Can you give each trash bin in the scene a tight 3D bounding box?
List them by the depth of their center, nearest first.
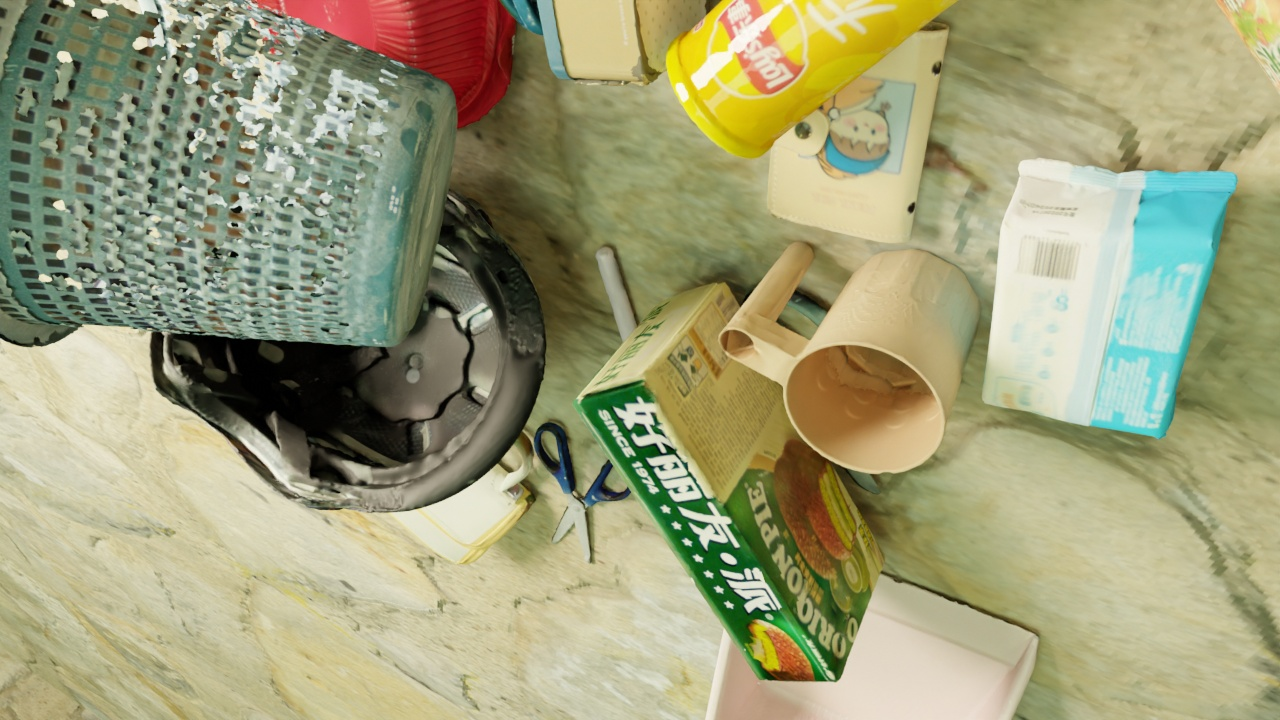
[{"bbox_3d":[-0.209,-0.098,0.496,0.195,0.226,0.227,12,136,-9],"label":"trash bin"}]

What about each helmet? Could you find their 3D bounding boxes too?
[{"bbox_3d":[-0.188,-0.012,0.655,0.274,0.230,0.157,24,174,7],"label":"helmet"}]

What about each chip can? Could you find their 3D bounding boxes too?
[{"bbox_3d":[0.107,-0.173,0.390,0.214,0.071,0.072,-32,103,38],"label":"chip can"}]

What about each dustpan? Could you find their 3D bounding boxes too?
[{"bbox_3d":[0.154,0.293,0.704,0.223,0.138,0.274,16,132,23],"label":"dustpan"}]

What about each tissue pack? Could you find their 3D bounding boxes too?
[{"bbox_3d":[0.224,-0.029,0.451,0.090,0.063,0.140,12,129,27],"label":"tissue pack"}]

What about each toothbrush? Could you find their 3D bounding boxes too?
[{"bbox_3d":[-0.004,0.004,0.661,0.021,0.029,0.189,-17,119,-4],"label":"toothbrush"}]

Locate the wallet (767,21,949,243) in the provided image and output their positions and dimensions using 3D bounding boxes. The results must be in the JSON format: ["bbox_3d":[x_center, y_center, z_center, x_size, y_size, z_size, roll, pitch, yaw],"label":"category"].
[{"bbox_3d":[0.108,-0.122,0.483,0.087,0.024,0.115,14,131,19],"label":"wallet"}]

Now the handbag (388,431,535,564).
[{"bbox_3d":[-0.173,0.094,0.820,0.163,0.063,0.179,42,133,-5],"label":"handbag"}]

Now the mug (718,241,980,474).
[{"bbox_3d":[0.118,-0.012,0.506,0.125,0.103,0.084,29,135,11],"label":"mug"}]

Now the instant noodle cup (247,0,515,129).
[{"bbox_3d":[-0.171,-0.220,0.558,0.194,0.065,0.194,17,132,20],"label":"instant noodle cup"}]

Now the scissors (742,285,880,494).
[{"bbox_3d":[0.095,0.020,0.609,0.170,0.019,0.180,6,126,31],"label":"scissors"}]

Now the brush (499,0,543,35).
[{"bbox_3d":[-0.063,-0.242,0.475,0.074,0.055,0.144,8,129,28],"label":"brush"}]

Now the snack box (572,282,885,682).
[{"bbox_3d":[0.066,0.080,0.581,0.063,0.114,0.240,-16,115,40],"label":"snack box"}]

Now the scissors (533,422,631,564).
[{"bbox_3d":[-0.058,0.115,0.792,0.157,0.012,0.166,49,136,-13],"label":"scissors"}]

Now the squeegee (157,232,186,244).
[{"bbox_3d":[-0.339,0.011,0.874,0.248,0.040,0.250,10,130,25],"label":"squeegee"}]

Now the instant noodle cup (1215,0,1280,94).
[{"bbox_3d":[0.269,-0.130,0.289,0.111,0.151,0.152,48,136,2],"label":"instant noodle cup"}]

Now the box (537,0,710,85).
[{"bbox_3d":[-0.014,-0.229,0.431,0.059,0.089,0.184,9,126,29],"label":"box"}]
